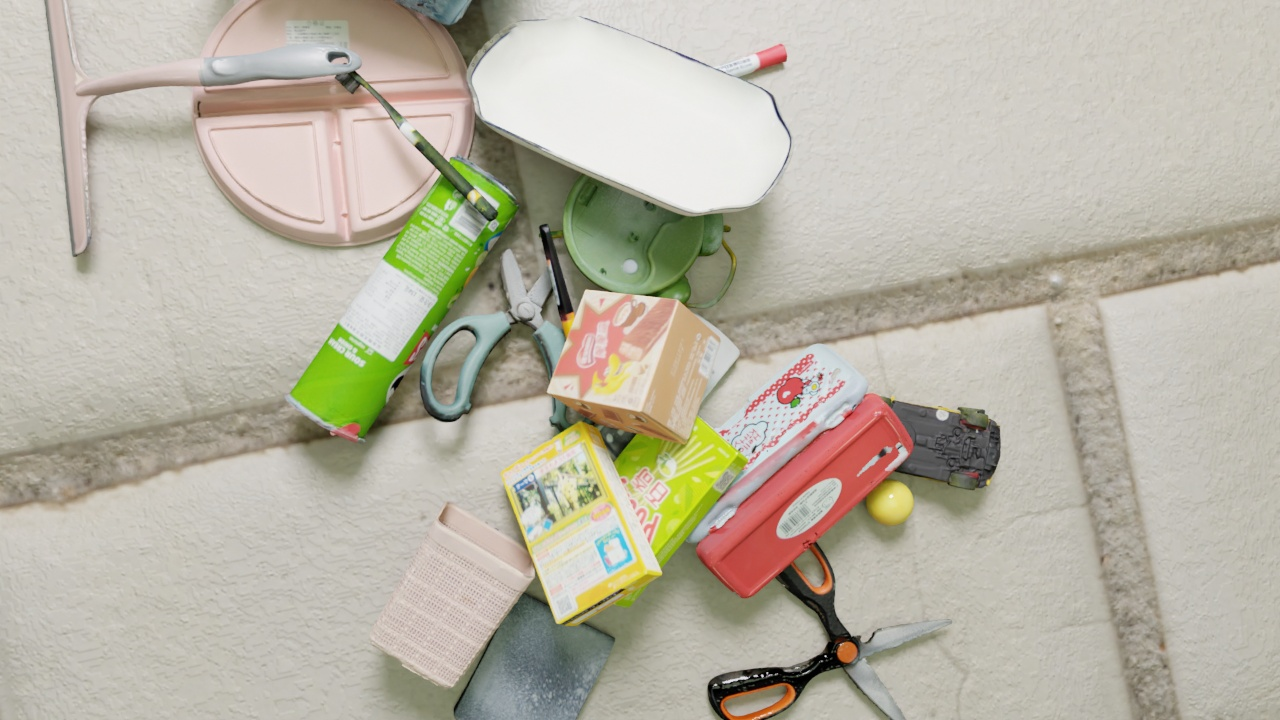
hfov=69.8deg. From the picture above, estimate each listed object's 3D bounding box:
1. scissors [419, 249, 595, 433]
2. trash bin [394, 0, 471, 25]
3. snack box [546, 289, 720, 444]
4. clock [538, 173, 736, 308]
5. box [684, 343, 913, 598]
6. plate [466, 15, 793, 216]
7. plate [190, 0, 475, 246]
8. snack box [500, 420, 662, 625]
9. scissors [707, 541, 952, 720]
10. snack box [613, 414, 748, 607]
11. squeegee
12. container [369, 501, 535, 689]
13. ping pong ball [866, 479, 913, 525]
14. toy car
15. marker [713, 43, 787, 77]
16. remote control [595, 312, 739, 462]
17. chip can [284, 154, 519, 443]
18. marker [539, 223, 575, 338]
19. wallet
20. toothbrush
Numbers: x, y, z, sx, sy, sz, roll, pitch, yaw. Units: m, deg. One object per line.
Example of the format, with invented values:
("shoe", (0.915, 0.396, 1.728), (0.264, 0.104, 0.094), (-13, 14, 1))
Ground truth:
("scissors", (-0.113, -0.002, 0.757), (0.180, 0.019, 0.170), (-20, 95, -23))
("trash bin", (-0.187, -0.366, 0.682), (0.195, 0.227, 0.226), (30, 86, -19))
("snack box", (-0.004, 0.004, 0.732), (0.094, 0.077, 0.092), (10, 74, 35))
("clock", (0.006, -0.102, 0.771), (0.161, 0.056, 0.116), (31, 87, -6))
("box", (0.118, 0.091, 0.779), (0.201, 0.100, 0.102), (-42, 124, 1))
("plate", (-0.010, -0.192, 0.736), (0.266, 0.034, 0.161), (24, 57, 8))
("plate", (-0.253, -0.209, 0.754), (0.229, 0.028, 0.229), (0, 90, -6))
("snack box", (-0.050, 0.129, 0.733), (0.087, 0.033, 0.140), (-34, 64, 14))
("scissors", (0.161, 0.246, 0.809), (0.233, 0.022, 0.221), (-21, 94, -5))
("snack box", (0.007, 0.113, 0.745), (0.156, 0.026, 0.086), (-51, 55, 4))
("squeegee", (-0.343, -0.220, 0.710), (0.249, 0.040, 0.247), (-7, 89, 0))
("container", (-0.152, 0.189, 0.738), (0.090, 0.090, 0.111), (33, 89, -6))
("ping pong ball", (0.219, 0.124, 0.806), (0.040, 0.040, 0.040), (0, 90, -7))
("toy car", (0.241, 0.069, 0.807), (0.156, 0.041, 0.071), (10, 89, 0))
("marker", (0.059, -0.245, 0.797), (0.145, 0.017, 0.017), (-21, 93, -6))
("remote control", (0.020, 0.031, 0.791), (0.058, 0.021, 0.150), (39, 85, -6))
("chip can", (-0.188, -0.049, 0.739), (0.072, 0.072, 0.236), (34, 86, -6))
("marker", (-0.063, -0.052, 0.755), (0.015, 0.018, 0.124), (-19, 102, -18))
("wallet", (-0.091, 0.269, 0.781), (0.097, 0.019, 0.121), (27, 88, -4))
("toothbrush", (-0.176, -0.170, 0.715), (0.017, 0.012, 0.186), (-45, 77, 2))
